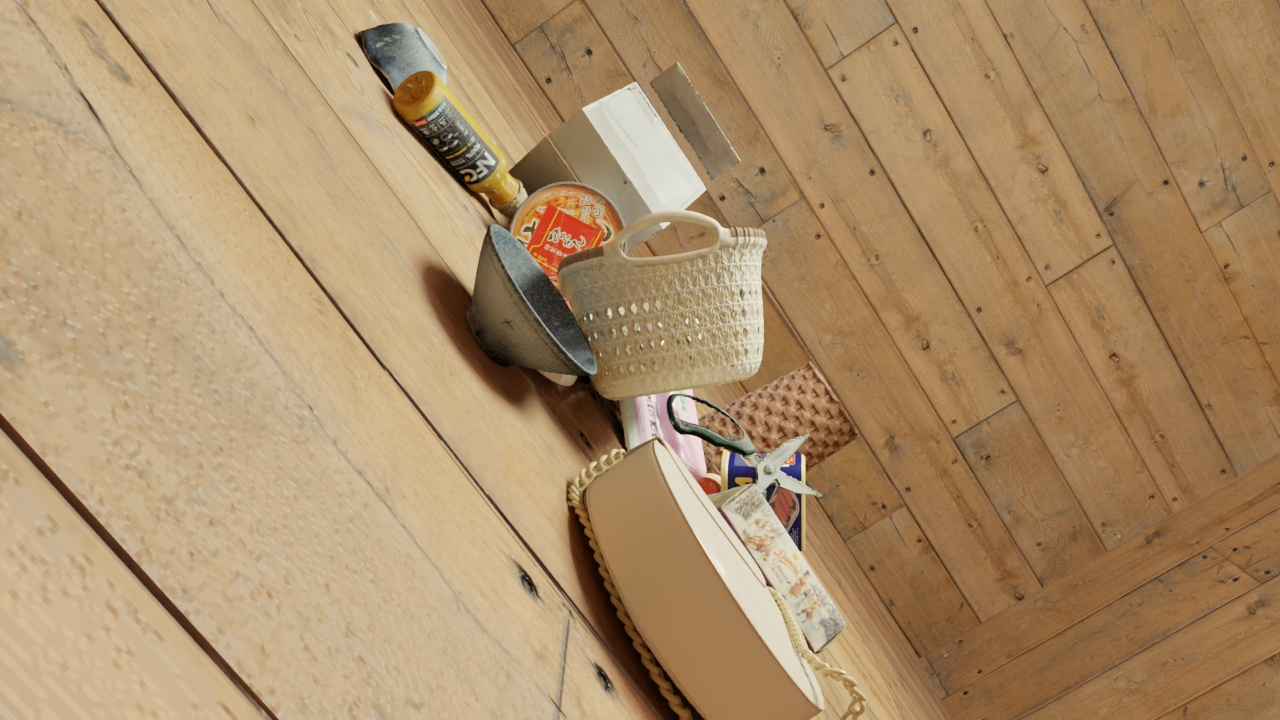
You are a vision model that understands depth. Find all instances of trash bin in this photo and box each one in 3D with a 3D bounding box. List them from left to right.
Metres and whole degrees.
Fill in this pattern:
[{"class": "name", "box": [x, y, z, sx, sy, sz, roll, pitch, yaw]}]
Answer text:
[{"class": "trash bin", "box": [0.169, 0.103, 1.238, 0.151, 0.210, 0.151, 56, 7, -11]}]

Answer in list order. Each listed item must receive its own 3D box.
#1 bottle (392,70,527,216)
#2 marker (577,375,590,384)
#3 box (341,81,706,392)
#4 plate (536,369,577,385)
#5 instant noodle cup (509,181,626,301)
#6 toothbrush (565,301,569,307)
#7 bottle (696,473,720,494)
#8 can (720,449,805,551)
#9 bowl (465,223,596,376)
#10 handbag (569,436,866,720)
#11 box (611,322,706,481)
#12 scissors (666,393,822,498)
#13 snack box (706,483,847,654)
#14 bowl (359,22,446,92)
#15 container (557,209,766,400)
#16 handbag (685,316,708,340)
[{"class": "bottle", "box": [-0.180, -0.217, 0.952, 0.186, 0.053, 0.053, 48, 12, -53]}, {"class": "marker", "box": [-0.069, 0.007, 0.872, 0.138, 0.016, 0.022, 22, 50, -75]}, {"class": "box", "box": [-0.135, -0.156, 1.141, 0.167, 0.422, 0.173, 55, 10, -9]}, {"class": "plate", "box": [-0.084, -0.026, 0.797, 0.104, 0.026, 0.104, 46, 15, -17]}, {"class": "instant noodle cup", "box": [-0.085, -0.135, 1.013, 0.123, 0.123, 0.122, 55, -1, -15]}, {"class": "toothbrush", "box": [-0.101, -0.095, 1.098, 0.018, 0.012, 0.212, 51, 9, -36]}, {"class": "bottle", "box": [0.077, 0.156, 1.081, 0.044, 0.044, 0.109, 58, 7, 9]}, {"class": "can", "box": [0.141, 0.161, 1.045, 0.056, 0.092, 0.116, -60, 148, -70]}, {"class": "bowl", "box": [-0.095, -0.032, 0.699, 0.137, 0.057, 0.137, 55, 8, -12]}, {"class": "handbag", "box": [0.050, 0.161, 0.652, 0.211, 0.103, 0.208, 55, 4, -27]}, {"class": "box", "box": [0.018, 0.028, 1.006, 0.152, 0.038, 0.201, 36, 41, -59]}, {"class": "scissors", "box": [0.094, 0.108, 0.972, 0.202, 0.201, 0.015, 50, -31, 5]}, {"class": "snack box", "box": [0.098, 0.190, 0.830, 0.148, 0.040, 0.144, 57, -23, 1]}, {"class": "bowl", "box": [-0.238, -0.310, 0.957, 0.110, 0.055, 0.110, 56, 7, -11]}, {"class": "container", "box": [0.021, -0.042, 0.841, 0.246, 0.184, 0.143, 135, -54, -86]}, {"class": "handbag", "box": [0.045, -0.077, 1.330, 0.151, 0.176, 0.074, 56, 9, -8]}]
